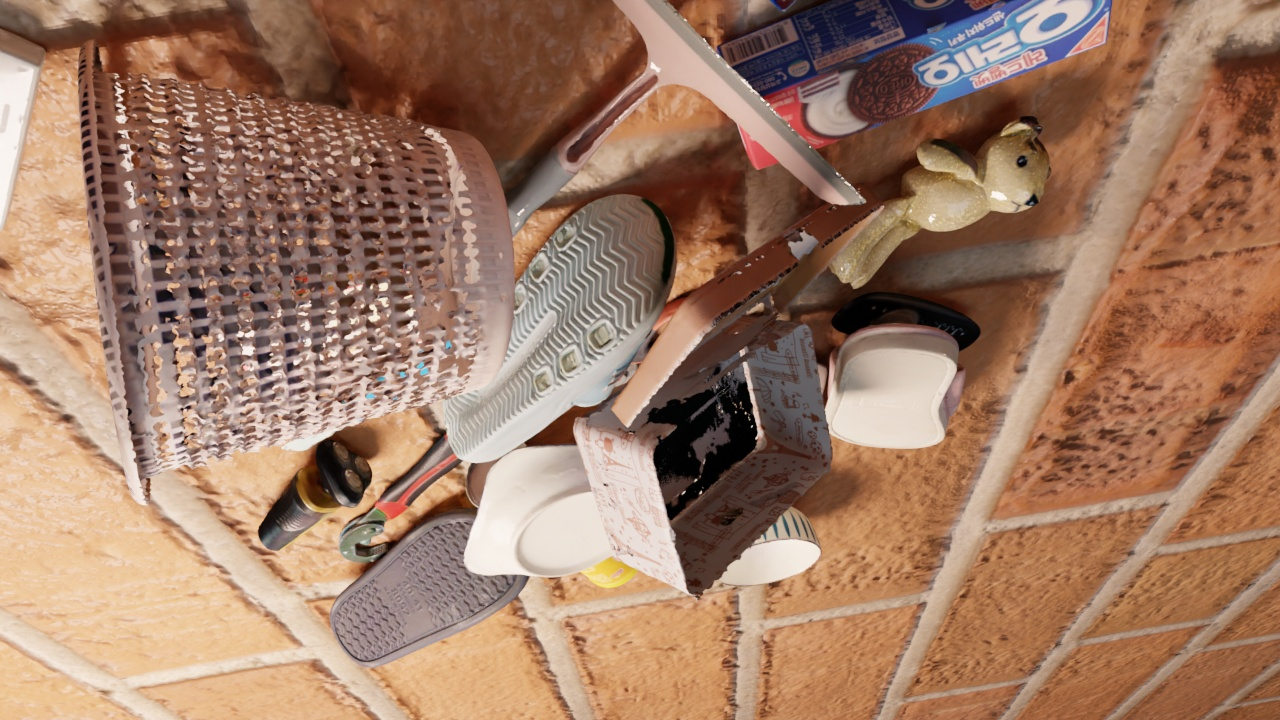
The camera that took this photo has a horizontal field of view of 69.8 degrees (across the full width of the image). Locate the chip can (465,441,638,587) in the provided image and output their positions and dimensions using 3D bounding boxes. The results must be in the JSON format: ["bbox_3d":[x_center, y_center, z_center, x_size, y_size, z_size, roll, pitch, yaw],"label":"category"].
[{"bbox_3d":[-0.075,0.149,0.869,0.072,0.072,0.213,-24,140,18],"label":"chip can"}]

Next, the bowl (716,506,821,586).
[{"bbox_3d":[0.125,0.184,0.962,0.116,0.066,0.117,-7,146,-5],"label":"bowl"}]

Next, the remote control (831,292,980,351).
[{"bbox_3d":[0.213,-0.032,0.738,0.136,0.024,0.053,11,144,-25],"label":"remote control"}]

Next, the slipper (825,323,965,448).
[{"bbox_3d":[0.207,0.019,0.756,0.114,0.054,0.274,2,160,15],"label":"slipper"}]

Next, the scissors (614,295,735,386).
[{"bbox_3d":[-0.011,-0.002,0.736,0.205,0.015,0.197,3,142,-17],"label":"scissors"}]

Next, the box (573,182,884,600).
[{"bbox_3d":[0.056,0.015,0.607,0.178,0.125,0.274,-35,146,-35],"label":"box"}]

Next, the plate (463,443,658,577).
[{"bbox_3d":[-0.061,0.137,0.788,0.164,0.034,0.164,-1,130,-28],"label":"plate"}]

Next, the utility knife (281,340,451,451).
[{"bbox_3d":[-0.208,0.026,0.723,0.217,0.018,0.034,-30,140,22],"label":"utility knife"}]

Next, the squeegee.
[{"bbox_3d":[-0.042,-0.122,0.547,0.247,0.040,0.250,40,134,-19],"label":"squeegee"}]

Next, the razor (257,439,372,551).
[{"bbox_3d":[-0.294,0.128,0.816,0.168,0.062,0.067,-37,166,38],"label":"razor"}]

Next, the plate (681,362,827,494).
[{"bbox_3d":[0.085,0.080,0.835,0.162,0.034,0.266,-7,146,-6],"label":"plate"}]

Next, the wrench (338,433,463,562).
[{"bbox_3d":[-0.214,0.124,0.851,0.056,0.016,0.274,15,136,-34],"label":"wrench"}]

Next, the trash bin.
[{"bbox_3d":[-0.180,-0.049,0.497,0.191,0.227,0.228,-6,144,-26],"label":"trash bin"}]

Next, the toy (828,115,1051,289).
[{"bbox_3d":[0.197,-0.101,0.613,0.157,0.066,0.105,-31,144,15],"label":"toy"}]

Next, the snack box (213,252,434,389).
[{"bbox_3d":[-0.213,-0.028,0.646,0.156,0.027,0.077,-15,142,7],"label":"snack box"}]

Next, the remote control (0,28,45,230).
[{"bbox_3d":[-0.364,-0.125,0.494,0.056,0.019,0.135,17,135,-31],"label":"remote control"}]

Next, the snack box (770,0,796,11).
[{"bbox_3d":[0.048,-0.243,0.428,0.157,0.026,0.085,26,130,-38],"label":"snack box"}]

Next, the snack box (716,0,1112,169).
[{"bbox_3d":[0.150,-0.177,0.511,0.208,0.057,0.058,-19,145,11],"label":"snack box"}]

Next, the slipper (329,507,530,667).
[{"bbox_3d":[-0.206,0.222,0.929,0.269,0.110,0.083,-34,176,27],"label":"slipper"}]

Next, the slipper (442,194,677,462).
[{"bbox_3d":[-0.054,-0.009,0.645,0.074,0.104,0.246,11,137,-45],"label":"slipper"}]
